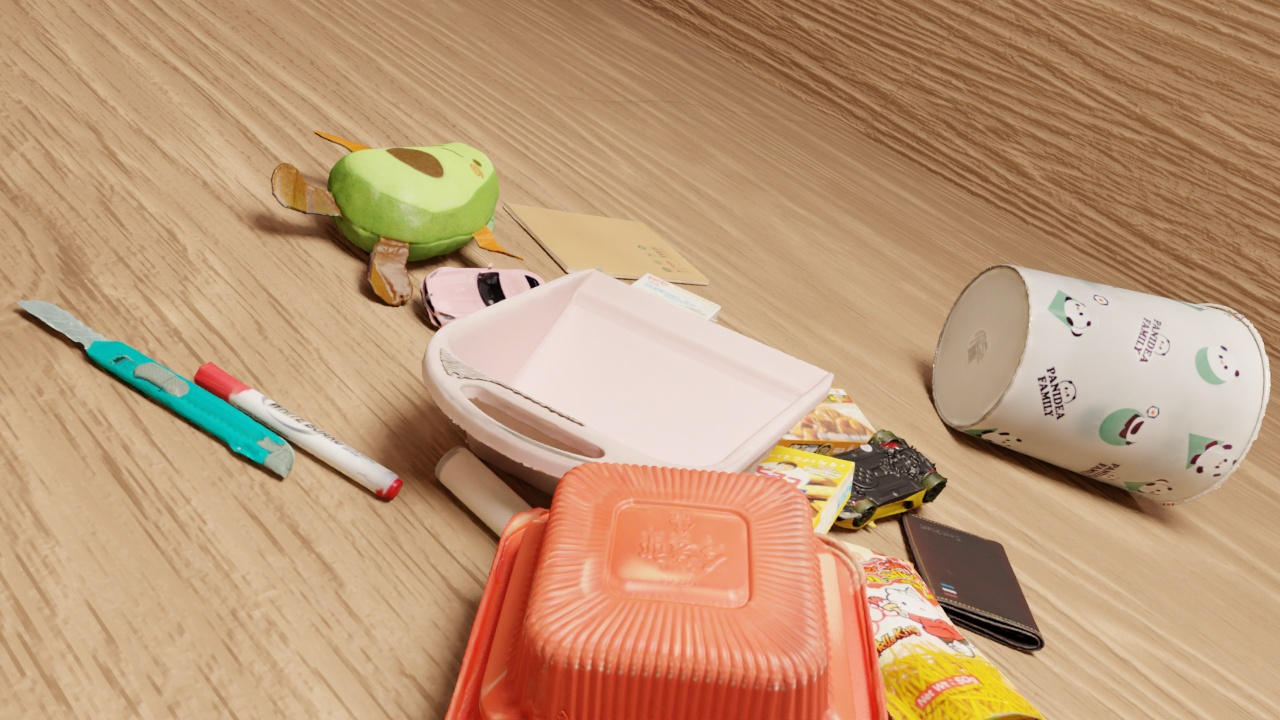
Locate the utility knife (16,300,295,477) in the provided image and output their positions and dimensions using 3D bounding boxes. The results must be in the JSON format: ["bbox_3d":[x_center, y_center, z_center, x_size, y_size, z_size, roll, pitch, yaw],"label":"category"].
[{"bbox_3d":[-0.287,0.012,0.545,0.205,0.013,0.029,29,26,8],"label":"utility knife"}]

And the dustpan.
[{"bbox_3d":[-0.003,0.003,0.594,0.223,0.139,0.272,23,51,17],"label":"dustpan"}]

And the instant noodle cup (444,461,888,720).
[{"bbox_3d":[0.017,0.111,0.404,0.189,0.079,0.164,5,33,1],"label":"instant noodle cup"}]

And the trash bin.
[{"bbox_3d":[0.475,0.016,0.989,0.252,0.230,0.229,15,27,-9],"label":"trash bin"}]

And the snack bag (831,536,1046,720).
[{"bbox_3d":[0.169,0.180,0.591,0.128,0.073,0.207,13,21,-22],"label":"snack bag"}]

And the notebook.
[{"bbox_3d":[-0.036,-0.132,1.046,0.207,0.008,0.148,0,35,-42],"label":"notebook"}]

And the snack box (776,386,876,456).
[{"bbox_3d":[0.140,0.053,0.821,0.153,0.026,0.075,5,39,-33],"label":"snack box"}]

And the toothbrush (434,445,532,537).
[{"bbox_3d":[-0.040,0.124,0.536,0.221,0.027,0.026,37,7,23],"label":"toothbrush"}]

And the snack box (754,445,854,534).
[{"bbox_3d":[0.093,0.101,0.657,0.087,0.034,0.140,11,19,25],"label":"snack box"}]

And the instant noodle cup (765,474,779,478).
[{"bbox_3d":[0.068,0.137,0.526,0.099,0.112,0.111,48,33,23],"label":"instant noodle cup"}]

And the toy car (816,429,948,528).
[{"bbox_3d":[0.189,0.101,0.763,0.155,0.041,0.071,-10,42,-36],"label":"toy car"}]

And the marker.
[{"bbox_3d":[-0.207,0.042,0.556,0.145,0.017,0.017,29,26,8],"label":"marker"}]

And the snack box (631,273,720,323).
[{"bbox_3d":[0.008,-0.032,0.851,0.085,0.027,0.156,26,31,14],"label":"snack box"}]

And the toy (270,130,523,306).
[{"bbox_3d":[-0.206,-0.145,0.829,0.227,0.090,0.246,37,30,2],"label":"toy"}]

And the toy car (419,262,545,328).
[{"bbox_3d":[-0.124,-0.053,0.767,0.122,0.037,0.056,-3,62,-42],"label":"toy car"}]

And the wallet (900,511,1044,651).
[{"bbox_3d":[0.258,0.170,0.725,0.096,0.020,0.122,23,24,-4],"label":"wallet"}]
